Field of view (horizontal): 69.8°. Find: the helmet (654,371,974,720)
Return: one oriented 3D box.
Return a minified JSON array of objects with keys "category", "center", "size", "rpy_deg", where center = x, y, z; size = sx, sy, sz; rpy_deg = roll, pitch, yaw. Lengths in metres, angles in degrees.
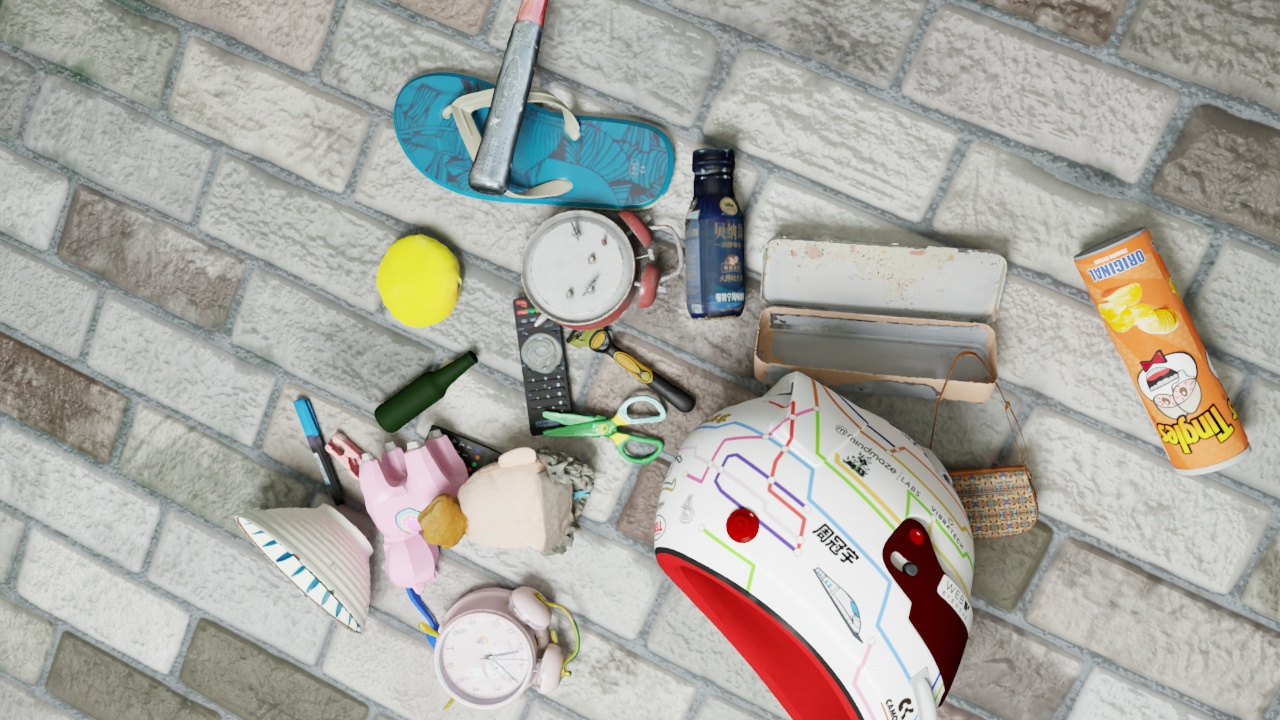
[{"category":"helmet","center":[0.166,0.164,0.788],"size":[0.235,0.231,0.314],"rpy_deg":[-39,85,-19]}]

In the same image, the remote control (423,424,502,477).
[{"category":"remote control","center":[-0.168,0.106,0.958],"size":[0.125,0.010,0.039],"rpy_deg":[26,100,7]}]

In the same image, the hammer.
[{"category":"hammer","center":[-0.113,-0.311,0.850],"size":[0.140,0.036,0.326],"rpy_deg":[10,81,11]}]

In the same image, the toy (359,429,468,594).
[{"category":"toy","center":[-0.228,0.158,0.943],"size":[0.123,0.067,0.157],"rpy_deg":[-13,97,22]}]

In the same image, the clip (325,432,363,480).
[{"category":"clip","center":[-0.307,0.097,0.980],"size":[0.059,0.022,0.039],"rpy_deg":[36,104,7]}]

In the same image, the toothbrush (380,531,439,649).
[{"category":"toothbrush","center":[-0.255,0.231,0.988],"size":[0.011,0.016,0.186],"rpy_deg":[-29,88,14]}]

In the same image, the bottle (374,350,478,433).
[{"category":"bottle","center":[-0.220,0.030,0.950],"size":[0.123,0.033,0.033],"rpy_deg":[-35,88,12]}]

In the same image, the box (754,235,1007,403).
[{"category":"box","center":[0.215,-0.041,0.831],"size":[0.217,0.094,0.120],"rpy_deg":[5,55,11]}]

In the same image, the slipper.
[{"category":"slipper","center":[-0.114,-0.208,0.893],"size":[0.295,0.060,0.118],"rpy_deg":[13,101,10]}]

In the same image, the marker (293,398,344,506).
[{"category":"marker","center":[-0.346,0.099,0.991],"size":[0.018,0.015,0.123],"rpy_deg":[-17,95,47]}]

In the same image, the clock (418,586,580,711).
[{"category":"clock","center":[-0.138,0.295,0.943],"size":[0.158,0.058,0.117],"rpy_deg":[-14,94,5]}]

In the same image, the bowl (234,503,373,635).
[{"category":"bowl","center":[-0.330,0.199,0.954],"size":[0.177,0.178,0.070],"rpy_deg":[39,61,5]}]

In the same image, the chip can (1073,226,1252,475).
[{"category":"chip can","center":[0.453,-0.008,0.799],"size":[0.062,0.062,0.210],"rpy_deg":[-26,90,12]}]

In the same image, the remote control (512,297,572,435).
[{"category":"remote control","center":[-0.098,0.004,0.929],"size":[0.045,0.021,0.140],"rpy_deg":[-7,93,3]}]

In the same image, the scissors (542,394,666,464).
[{"category":"scissors","center":[-0.037,0.057,0.914],"size":[0.132,0.013,0.078],"rpy_deg":[14,103,-2]}]

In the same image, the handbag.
[{"category":"handbag","center":[0.298,0.073,0.819],"size":[0.094,0.043,0.196],"rpy_deg":[-8,118,20]}]

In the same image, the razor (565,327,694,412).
[{"category":"razor","center":[-0.005,0.005,0.913],"size":[0.144,0.021,0.044],"rpy_deg":[36,101,3]}]

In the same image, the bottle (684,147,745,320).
[{"category":"bottle","center":[0.070,-0.118,0.866],"size":[0.056,0.056,0.161],"rpy_deg":[-1,95,11]}]

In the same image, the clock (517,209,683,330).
[{"category":"clock","center":[-0.038,-0.091,0.880],"size":[0.157,0.062,0.110],"rpy_deg":[-13,84,5]}]

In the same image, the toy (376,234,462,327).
[{"category":"toy","center":[-0.226,-0.081,0.936],"size":[0.094,0.041,0.095],"rpy_deg":[5,97,15]}]

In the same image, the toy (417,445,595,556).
[{"category":"toy","center":[-0.131,0.142,0.900],"size":[0.175,0.076,0.133],"rpy_deg":[-7,117,-20]}]
